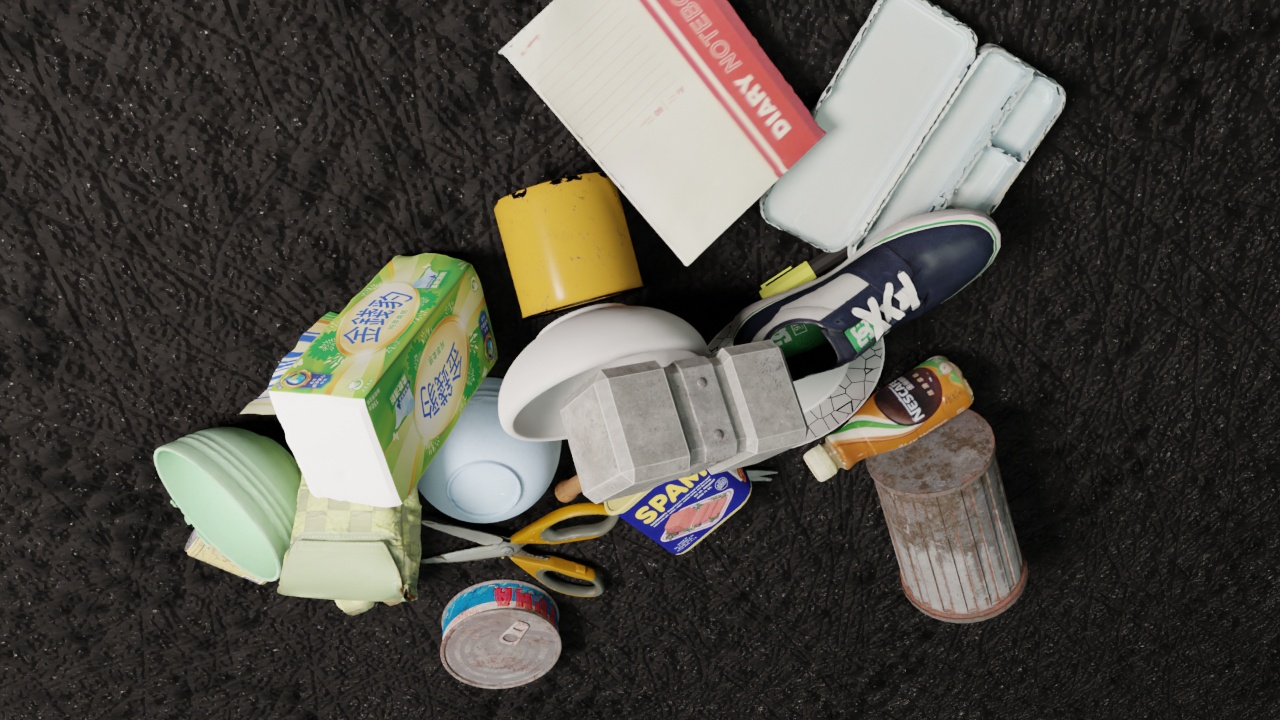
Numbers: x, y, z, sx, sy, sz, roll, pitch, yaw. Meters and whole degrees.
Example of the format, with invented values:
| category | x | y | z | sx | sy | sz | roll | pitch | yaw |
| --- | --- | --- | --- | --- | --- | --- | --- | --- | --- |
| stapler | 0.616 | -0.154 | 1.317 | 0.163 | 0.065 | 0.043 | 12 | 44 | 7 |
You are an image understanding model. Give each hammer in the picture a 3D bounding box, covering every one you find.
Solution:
| category | x | y | z | sx | sy | sz | roll | pitch | yaw |
| --- | --- | --- | --- | --- | --- | --- | --- | --- | --- |
| hammer | -0.015 | 0.083 | 0.792 | 0.162 | 0.083 | 0.319 | -10 | 166 | -28 |

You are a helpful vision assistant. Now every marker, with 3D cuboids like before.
| category | x | y | z | sx | sy | sz | roll | pitch | yaw |
| --- | --- | --- | --- | --- | --- | --- | --- | --- | --- |
| marker | 0.160 | -0.089 | 0.808 | 0.124 | 0.017 | 0.021 | -33 | 91 | 12 |

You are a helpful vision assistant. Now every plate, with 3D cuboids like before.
| category | x | y | z | sx | sy | sz | roll | pitch | yaw |
| --- | --- | --- | --- | --- | --- | --- | --- | --- | --- |
| plate | 0.136 | 0.011 | 0.865 | 0.188 | 0.016 | 0.189 | -7 | 129 | -9 |

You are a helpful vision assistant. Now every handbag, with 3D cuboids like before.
| category | x | y | z | sx | sy | sz | roll | pitch | yaw |
| --- | --- | --- | --- | --- | --- | --- | --- | --- | --- |
| handbag | -0.233 | 0.123 | 0.790 | 0.113 | 0.186 | 0.117 | 2 | 162 | 2 |

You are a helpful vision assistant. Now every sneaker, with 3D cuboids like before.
| category | x | y | z | sx | sy | sz | roll | pitch | yaw |
| --- | --- | --- | --- | --- | --- | --- | --- | --- | --- |
| sneaker | 0.188 | -0.043 | 0.753 | 0.236 | 0.079 | 0.084 | -27 | 120 | 14 |

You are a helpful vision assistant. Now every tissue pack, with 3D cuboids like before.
| category | x | y | z | sx | sy | sz | roll | pitch | yaw |
| --- | --- | --- | --- | --- | --- | --- | --- | --- | --- |
| tissue pack | -0.218 | 0.006 | 0.715 | 0.141 | 0.197 | 0.120 | 4 | 121 | 16 |

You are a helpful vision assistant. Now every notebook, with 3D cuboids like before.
| category | x | y | z | sx | sy | sz | roll | pitch | yaw |
| --- | --- | --- | --- | --- | --- | --- | --- | --- | --- |
| notebook | 0.023 | -0.195 | 0.671 | 0.153 | 0.012 | 0.209 | -44 | 112 | -1 |

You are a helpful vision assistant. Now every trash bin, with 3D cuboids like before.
| category | x | y | z | sx | sy | sz | roll | pitch | yaw |
| --- | --- | --- | --- | --- | --- | --- | --- | --- | --- |
| trash bin | 0.314 | 0.162 | 0.938 | 0.131 | 0.130 | 0.211 | -22 | 123 | 6 |

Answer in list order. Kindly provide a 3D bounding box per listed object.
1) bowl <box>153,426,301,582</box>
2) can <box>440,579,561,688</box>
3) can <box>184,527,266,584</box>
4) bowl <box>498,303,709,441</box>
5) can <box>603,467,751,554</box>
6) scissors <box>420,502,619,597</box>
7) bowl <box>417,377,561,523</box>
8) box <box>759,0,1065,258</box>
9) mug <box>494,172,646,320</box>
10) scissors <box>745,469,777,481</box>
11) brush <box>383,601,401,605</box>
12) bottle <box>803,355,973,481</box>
| category | x | y | z | sx | sy | sz | roll | pitch | yaw |
| --- | --- | --- | --- | --- | --- | --- | --- | --- | --- |
| bowl | -0.347 | 0.116 | 0.812 | 0.151 | 0.076 | 0.151 | 24 | 136 | 24 |
| can | -0.153 | 0.302 | 1.008 | 0.130 | 0.044 | 0.130 | -4 | 125 | -6 |
| can | -0.396 | 0.186 | 0.893 | 0.079 | 0.038 | 0.038 | 34 | 113 | -27 |
| bowl | -0.036 | 0.001 | 0.747 | 0.176 | 0.066 | 0.177 | -18 | 161 | -7 |
| can | 0.037 | 0.124 | 0.887 | 0.116 | 0.056 | 0.092 | -43 | 118 | 15 |
| scissors | -0.115 | 0.201 | 0.953 | 0.225 | 0.016 | 0.217 | -14 | 134 | 13 |
| bowl | -0.145 | 0.097 | 0.851 | 0.150 | 0.074 | 0.151 | -5 | 125 | -7 |
| box | 0.218 | -0.168 | 0.747 | 0.189 | 0.037 | 0.209 | 23 | 112 | -14 |
| mug | -0.062 | -0.087 | 0.716 | 0.100 | 0.124 | 0.094 | -17 | 94 | -34 |
| scissors | 0.063 | 0.114 | 0.930 | 0.127 | 0.019 | 0.144 | -38 | 123 | 15 |
| brush | -0.260 | 0.159 | 0.883 | 0.043 | 0.059 | 0.195 | -19 | 119 | -9 |
| bottle | 0.235 | 0.060 | 0.885 | 0.167 | 0.059 | 0.059 | -33 | 123 | 4 |
